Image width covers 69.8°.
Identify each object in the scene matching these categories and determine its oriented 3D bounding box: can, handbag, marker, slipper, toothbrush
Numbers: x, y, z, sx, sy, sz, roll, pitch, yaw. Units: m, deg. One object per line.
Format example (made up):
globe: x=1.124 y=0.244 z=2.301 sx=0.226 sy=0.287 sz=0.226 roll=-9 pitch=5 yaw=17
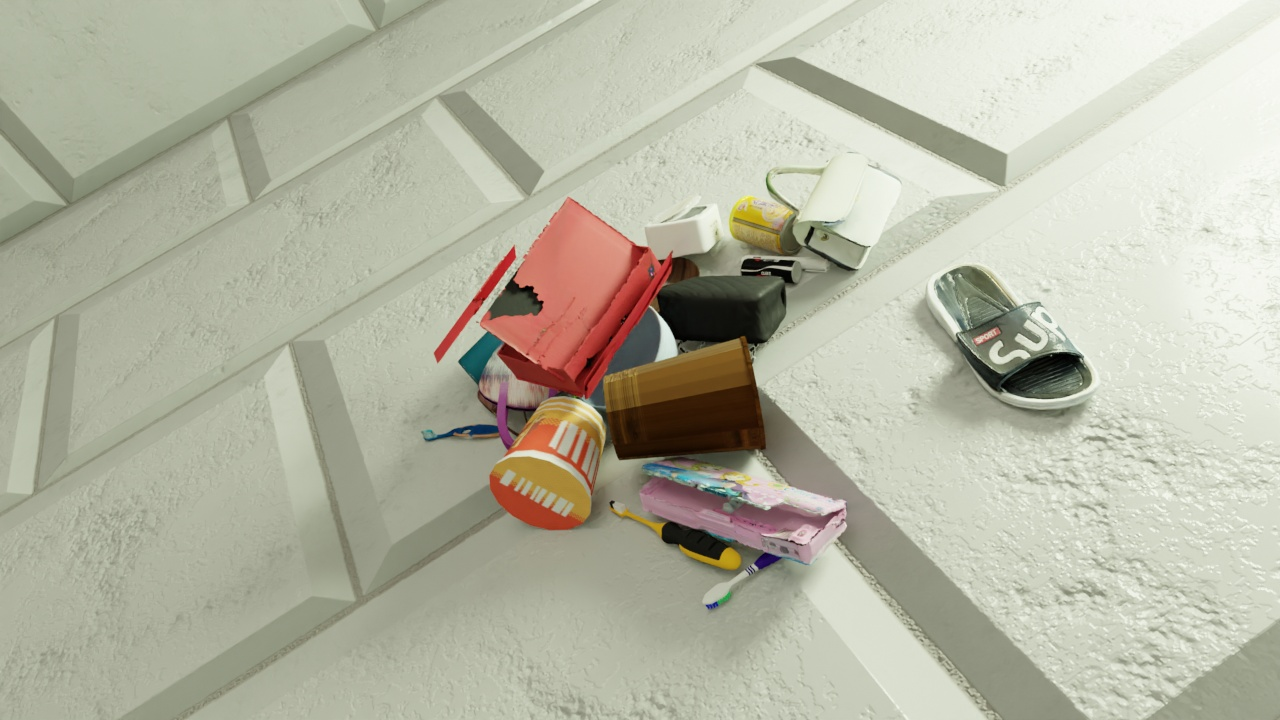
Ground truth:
can: x=0.184 y=-0.194 z=1.319 sx=0.067 sy=0.068 sz=0.105 roll=-44 pitch=43 yaw=-19
handbag: x=0.116 y=-0.056 z=1.215 sx=0.154 sy=0.115 sz=0.124 roll=1 pitch=22 yaw=33
marker: x=0.202 y=-0.136 z=1.288 sx=0.134 sy=0.017 sz=0.020 roll=7 pitch=87 yaw=33
handbag: x=-0.149 y=0.051 z=1.238 sx=0.144 sy=0.068 sz=0.169 roll=1 pitch=50 yaw=2
handbag: x=-0.182 y=0.070 z=1.272 sx=0.055 sy=0.029 sz=0.119 roll=-30 pitch=45 yaw=-11
slipper: x=0.409 y=-0.041 z=1.043 sx=0.111 sy=0.063 sz=0.263 roll=-23 pitch=38 yaw=4
handbag: x=0.253 y=-0.222 z=1.248 sx=0.176 sy=0.074 sz=0.150 roll=27 pitch=57 yaw=8
toothbrush: x=0.034 y=0.193 z=1.024 sx=0.197 sy=0.031 sz=0.031 roll=15 pitch=43 yaw=44
toothbrush: x=0.142 y=0.202 z=0.963 sx=0.186 sy=0.016 sz=0.015 roll=-33 pitch=40 yaw=-10
can: x=0.181 y=-0.125 z=1.275 sx=0.081 sy=0.031 sz=0.031 roll=7 pitch=51 yaw=34
toothbrush: x=-0.249 y=0.100 z=1.281 sx=0.135 sy=0.017 sz=0.021 roll=-6 pitch=47 yaw=23

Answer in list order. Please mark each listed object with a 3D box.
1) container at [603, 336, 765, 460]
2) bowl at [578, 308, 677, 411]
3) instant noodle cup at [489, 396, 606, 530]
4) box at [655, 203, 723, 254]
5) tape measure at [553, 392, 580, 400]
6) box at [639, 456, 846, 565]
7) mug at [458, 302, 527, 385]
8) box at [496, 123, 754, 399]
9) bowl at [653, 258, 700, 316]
container: x=0.049 y=0.052 z=1.061 sx=0.167 sy=0.132 sz=0.132 roll=-10 pitch=42 yaw=4
bowl: x=-0.007 y=0.007 z=1.189 sx=0.151 sy=0.074 sz=0.150 roll=-25 pitch=50 yaw=34
instant noodle cup: x=-0.103 y=0.118 z=1.112 sx=0.124 sy=0.123 sz=0.120 roll=-6 pitch=37 yaw=23
box: x=0.058 y=-0.212 z=1.358 sx=0.103 sy=0.102 sz=0.107 roll=-5 pitch=18 yaw=23
tape measure: x=-0.091 y=0.070 z=1.192 sx=0.036 sy=0.065 sz=0.058 roll=-28 pitch=33 yaw=11
box: x=0.103 y=0.145 z=0.984 sx=0.231 sy=0.063 sz=0.084 roll=11 pitch=36 yaw=43
mug: x=-0.201 y=-0.016 z=1.338 sx=0.121 sy=0.078 sz=0.078 roll=-42 pitch=42 yaw=-10
box: x=-0.018 y=-0.085 z=1.041 sx=0.212 sy=0.128 sz=0.426 roll=-57 pitch=14 yaw=-22
bowl: x=0.033 y=-0.098 z=1.326 sx=0.119 sy=0.032 sz=0.119 roll=-15 pitch=42 yaw=14
